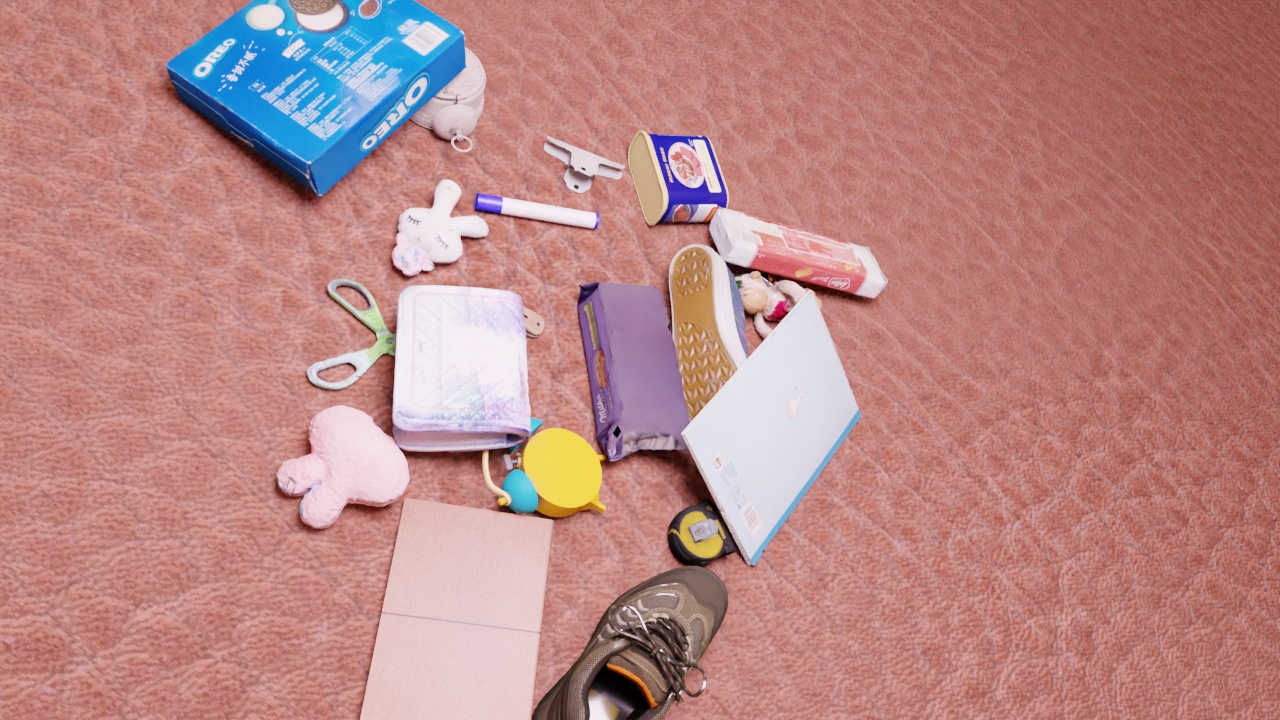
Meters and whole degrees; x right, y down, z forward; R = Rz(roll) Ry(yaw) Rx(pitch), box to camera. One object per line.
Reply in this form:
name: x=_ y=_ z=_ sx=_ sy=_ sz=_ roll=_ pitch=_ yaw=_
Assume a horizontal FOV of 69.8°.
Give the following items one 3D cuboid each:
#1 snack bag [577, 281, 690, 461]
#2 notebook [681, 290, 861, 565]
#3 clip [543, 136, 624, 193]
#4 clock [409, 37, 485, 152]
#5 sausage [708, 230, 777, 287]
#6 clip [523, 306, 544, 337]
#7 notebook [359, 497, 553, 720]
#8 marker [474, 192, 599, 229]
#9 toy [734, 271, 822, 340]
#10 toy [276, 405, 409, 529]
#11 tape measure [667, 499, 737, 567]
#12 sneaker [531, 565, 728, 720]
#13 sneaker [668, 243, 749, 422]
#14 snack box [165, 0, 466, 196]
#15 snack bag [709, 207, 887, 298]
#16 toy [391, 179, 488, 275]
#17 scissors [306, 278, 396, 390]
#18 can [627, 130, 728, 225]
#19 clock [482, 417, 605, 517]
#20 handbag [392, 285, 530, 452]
snack bag: x=-0.006 y=0.006 z=0.976 sx=0.096 sy=0.059 sz=0.205 roll=0 pitch=62 yaw=-24
notebook: x=0.151 y=0.068 z=0.983 sx=0.252 sy=0.009 sz=0.181 roll=-45 pitch=120 yaw=-34
clip: x=-0.072 y=-0.226 z=1.098 sx=0.101 sy=0.046 sz=0.055 roll=18 pitch=52 yaw=-12
clock: x=-0.220 y=-0.304 z=1.046 sx=0.103 sy=0.061 sz=0.156 roll=-10 pitch=67 yaw=-26
sausage: x=0.141 y=-0.106 z=1.119 sx=0.155 sy=0.020 sz=0.020 roll=40 pitch=57 yaw=1
clip: x=-0.130 y=-0.048 z=0.971 sx=0.059 sy=0.052 sz=0.026 roll=9 pitch=57 yaw=13
notebook: x=-0.158 y=0.231 z=0.816 sx=0.141 sy=0.008 sz=0.208 roll=11 pitch=59 yaw=-11
marker: x=-0.117 y=-0.169 z=1.045 sx=0.141 sy=0.020 sz=0.020 roll=7 pitch=62 yaw=-21
toy: x=0.155 y=-0.070 z=1.074 sx=0.106 sy=0.085 sz=0.074 roll=38 pitch=35 yaw=10
toy: x=-0.271 y=0.098 z=0.828 sx=0.105 sy=0.053 sz=0.108 roll=-38 pitch=83 yaw=-22
tape measure: x=0.060 y=0.178 z=0.931 sx=0.061 sy=0.034 sz=0.061 roll=-20 pitch=73 yaw=-28
sneaker: x=0.006 y=0.254 z=0.805 sx=0.101 sy=0.143 sz=0.237 roll=45 pitch=56 yaw=5
sneaker: x=0.086 y=-0.013 z=1.028 sx=0.079 sy=0.088 sz=0.235 roll=22 pitch=54 yaw=-53
snack box: x=-0.334 y=-0.311 z=0.968 sx=0.195 sy=0.056 sz=0.238 roll=34 pitch=65 yaw=10
snack bag: x=0.194 y=-0.130 z=1.122 sx=0.225 sy=0.041 sz=0.077 roll=12 pitch=40 yaw=-25
toy: x=-0.218 y=-0.136 z=0.976 sx=0.079 sy=0.038 sz=0.122 roll=41 pitch=59 yaw=-7
scissors: x=-0.254 y=-0.014 z=0.915 sx=0.171 sy=0.023 sz=0.171 roll=41 pitch=51 yaw=3
can: x=0.047 y=-0.222 z=1.118 sx=0.092 sy=0.057 sz=0.116 roll=-5 pitch=67 yaw=-26
clock: x=-0.093 y=0.106 z=0.898 sx=0.129 sy=0.044 sz=0.099 roll=17 pitch=53 yaw=-24
handbag: x=-0.171 y=0.009 z=0.884 sx=0.126 sy=0.069 sz=0.158 roll=1 pitch=59 yaw=-12
